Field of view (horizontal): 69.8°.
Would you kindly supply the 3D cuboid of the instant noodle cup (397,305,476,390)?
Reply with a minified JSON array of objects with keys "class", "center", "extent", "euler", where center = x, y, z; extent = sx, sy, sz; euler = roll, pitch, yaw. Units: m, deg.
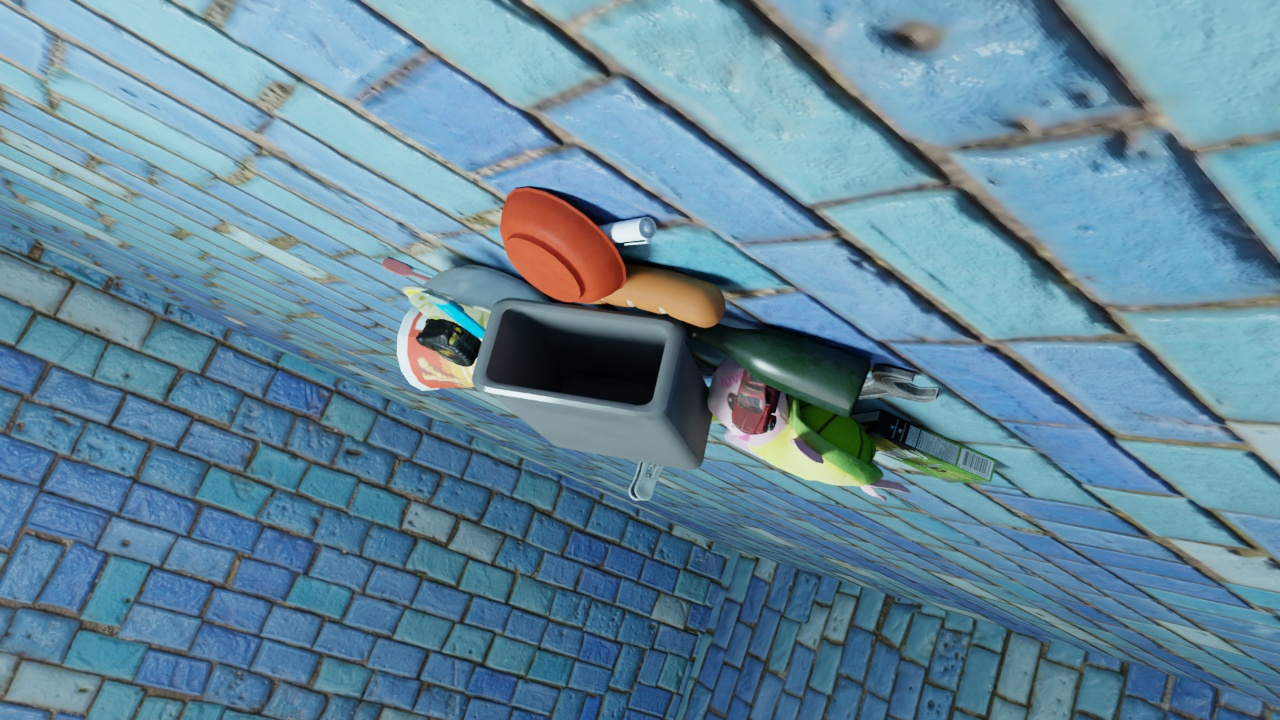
[{"class":"instant noodle cup","center":[-0.231,-0.017,1.208],"extent":[0.121,0.123,0.123],"euler":[5,161,30]}]

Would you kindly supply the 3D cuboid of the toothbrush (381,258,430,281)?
[{"class":"toothbrush","center":[-0.231,-0.086,1.138],"extent":[0.184,0.015,0.016],"euler":[22,170,-8]}]

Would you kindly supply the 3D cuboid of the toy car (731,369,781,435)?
[{"class":"toy car","center":[0.115,0.027,0.885],"extent":[0.042,0.091,0.036],"euler":[14,179,29]}]

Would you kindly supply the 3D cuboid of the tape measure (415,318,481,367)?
[{"class":"tape measure","center":[-0.213,-0.022,1.056],"extent":[0.062,0.038,0.067],"euler":[39,156,-32]}]

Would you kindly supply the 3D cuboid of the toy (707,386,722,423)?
[{"class":"toy","center":[0.100,0.049,1.079],"extent":[0.092,0.046,0.115],"euler":[-9,-179,-4]}]

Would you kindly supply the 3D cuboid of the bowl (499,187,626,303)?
[{"class":"bowl","center":[-0.072,-0.087,0.763],"extent":[0.122,0.035,0.122],"euler":[30,157,13]}]

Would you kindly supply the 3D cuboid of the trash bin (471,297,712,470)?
[{"class":"trash bin","center":[-0.035,0.031,0.928],"extent":[0.192,0.097,0.220],"euler":[8,163,16]}]

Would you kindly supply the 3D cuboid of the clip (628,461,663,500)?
[{"class":"clip","center":[0.031,0.093,1.148],"extent":[0.029,0.171,0.143],"euler":[21,158,-5]}]

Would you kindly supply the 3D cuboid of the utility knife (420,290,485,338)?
[{"class":"utility knife","center":[-0.187,-0.045,0.968],"extent":[0.031,0.015,0.158],"euler":[20,168,16]}]

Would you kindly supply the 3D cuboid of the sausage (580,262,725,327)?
[{"class":"sausage","center":[0.001,-0.062,0.808],"extent":[0.164,0.039,0.044],"euler":[13,124,35]}]

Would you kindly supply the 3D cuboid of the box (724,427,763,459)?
[{"class":"box","center":[0.159,0.088,1.198],"extent":[0.086,0.044,0.202],"euler":[26,168,2]}]

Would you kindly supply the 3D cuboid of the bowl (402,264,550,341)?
[{"class":"bowl","center":[-0.163,-0.058,1.044],"extent":[0.219,0.060,0.189],"euler":[30,163,-39]}]

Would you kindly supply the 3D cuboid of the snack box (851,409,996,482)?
[{"class":"snack box","center":[0.306,0.097,1.019],"extent":[0.147,0.025,0.080],"euler":[23,167,-10]}]

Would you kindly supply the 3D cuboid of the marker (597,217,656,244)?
[{"class":"marker","center":[-0.033,-0.101,0.751],"extent":[0.017,0.020,0.134],"euler":[-15,-170,-34]}]

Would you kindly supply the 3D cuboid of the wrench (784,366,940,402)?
[{"class":"wrench","center":[0.208,0.033,0.947],"extent":[0.070,0.010,0.274],"euler":[25,167,-15]}]

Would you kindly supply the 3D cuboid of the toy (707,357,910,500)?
[{"class":"toy","center":[0.173,0.079,0.964],"extent":[0.238,0.088,0.190],"euler":[32,-178,-5]}]

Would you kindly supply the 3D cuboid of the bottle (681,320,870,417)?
[{"class":"bottle","center":[0.119,-0.004,0.840],"extent":[0.174,0.055,0.055],"euler":[22,168,14]}]
